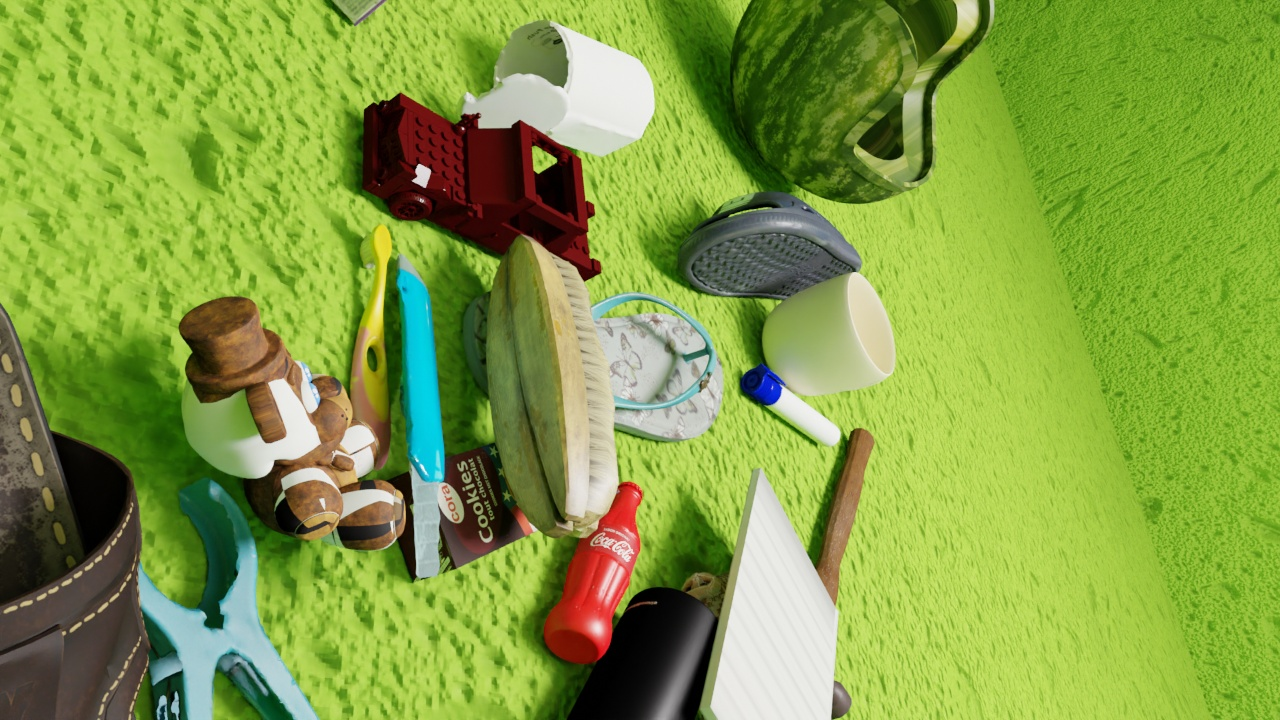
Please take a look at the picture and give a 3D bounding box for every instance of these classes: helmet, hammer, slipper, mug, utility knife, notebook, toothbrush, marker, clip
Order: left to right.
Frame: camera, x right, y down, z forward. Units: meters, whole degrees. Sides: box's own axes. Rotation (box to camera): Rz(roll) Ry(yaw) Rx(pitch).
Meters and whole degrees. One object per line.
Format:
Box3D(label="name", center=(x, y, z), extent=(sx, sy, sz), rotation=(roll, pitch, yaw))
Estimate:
Box3D(label="slipper", center=(-0.193, 0.089, 0.262), extent=(0.112, 0.076, 0.267), rotation=(-1, 71, -55))
Box3D(label="clip", center=(-0.171, 0.107, 0.331), extent=(0.113, 0.028, 0.127), rotation=(6, 64, -60))
Box3D(label="toothbrush", center=(-0.136, -0.009, 0.466), extent=(0.021, 0.016, 0.135), rotation=(23, 54, -50))
Box3D(label="utility knife", center=(-0.107, 0.019, 0.443), extent=(0.031, 0.015, 0.205), rotation=(49, 16, -43))
Box3D(label="slipper", center=(-0.004, 0.004, 0.617), extent=(0.268, 0.055, 0.098), rotation=(5, 69, -53))
Box3D(label="slipper", center=(0.119, -0.112, 0.820), extent=(0.267, 0.111, 0.083), rotation=(4, 64, -58))
Box3D(label="notebook", center=(0.090, 0.185, 0.582), extent=(0.142, 0.009, 0.209), rotation=(61, 26, -20))
Box3D(label="marker", center=(0.137, 0.043, 0.820), extent=(0.133, 0.027, 0.023), rotation=(33, 13, -41))
Box3D(label="mug", center=(0.170, -0.011, 0.833), extent=(0.120, 0.100, 0.096), rotation=(46, 40, -33))
Box3D(label="hammer", center=(0.167, 0.153, 0.792), extent=(0.115, 0.033, 0.321), rotation=(59, 32, -15))
Box3D(label="helmet", center=(0.207, -0.291, 0.937), extent=(0.243, 0.248, 0.212), rotation=(34, 51, 22))

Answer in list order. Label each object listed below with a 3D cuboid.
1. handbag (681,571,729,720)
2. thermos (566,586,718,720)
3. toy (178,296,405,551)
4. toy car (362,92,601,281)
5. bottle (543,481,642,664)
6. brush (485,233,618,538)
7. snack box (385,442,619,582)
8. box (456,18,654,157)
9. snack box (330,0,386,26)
Box3D(label="handbag", center=(0.076, 0.227, 0.598), extent=(0.124, 0.047, 0.185), rotation=(12, 60, -62))
Box3D(label="thermos", center=(-0.020, 0.211, 0.450), extent=(0.061, 0.061, 0.230), rotation=(57, 33, -14))
Box3D(label="toy", center=(-0.143, 0.026, 0.368), extent=(0.087, 0.067, 0.113), rotation=(48, -28, 46))
Box3D(label="toy car", center=(-0.082, -0.102, 0.557), extent=(0.169, 0.062, 0.070), rotation=(23, 52, -48))
Box3D(label="bottle", center=(-0.021, 0.116, 0.532), extent=(0.036, 0.036, 0.118), rotation=(52, 35, -22))
Box3D(label="brush", center=(-0.049, 0.007, 0.488), extent=(0.043, 0.059, 0.195), rotation=(24, 38, -37))
Box3D(label="snack box", center=(-0.070, 0.069, 0.495), extent=(0.140, 0.032, 0.051), rotation=(-14, 82, -58))
Box3D(label="box", center=(-0.060, -0.186, 0.629), extent=(0.165, 0.083, 0.092), rotation=(3, 77, -53))
Box3D(label="snack box", center=(-0.114, -0.283, 0.548), extent=(0.040, 0.144, 0.147), rotation=(46, 37, -30))
